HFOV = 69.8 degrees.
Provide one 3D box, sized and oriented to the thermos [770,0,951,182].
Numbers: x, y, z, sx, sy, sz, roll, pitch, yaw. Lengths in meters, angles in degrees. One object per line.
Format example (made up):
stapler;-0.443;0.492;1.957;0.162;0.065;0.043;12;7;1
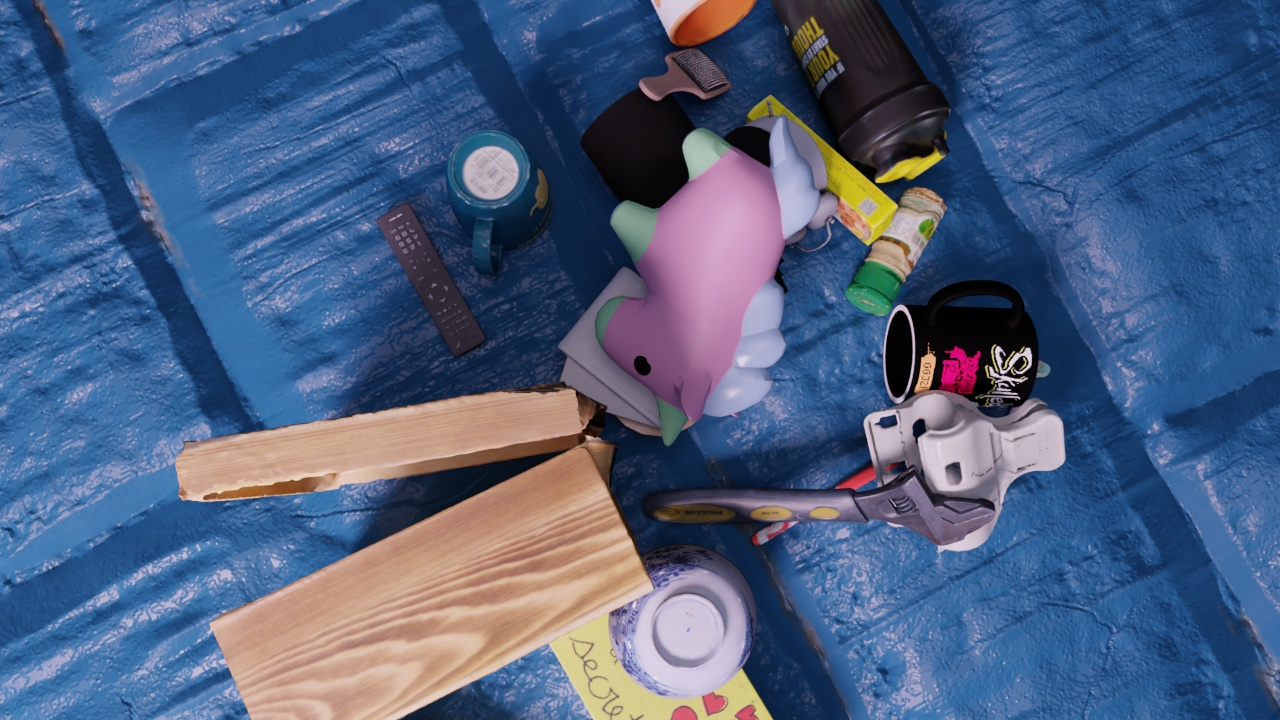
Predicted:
thermos;0.182;-0.255;0.777;0.098;0.098;0.220;-25;80;-4

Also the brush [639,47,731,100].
brush;0.037;-0.235;0.756;0.050;0.135;0.015;47;126;2

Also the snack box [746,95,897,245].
snack box;0.150;-0.160;0.772;0.029;0.040;0.148;-42;74;-6

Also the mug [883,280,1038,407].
mug;0.261;-0.016;0.741;0.098;0.118;0.081;2;45;-2

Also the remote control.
remote control;-0.177;-0.068;0.780;0.032;0.015;0.136;-30;88;-5

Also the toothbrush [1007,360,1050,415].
toothbrush;0.309;0.068;0.781;0.022;0.015;0.154;26;84;2

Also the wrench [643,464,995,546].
wrench;0.135;0.115;0.726;0.274;0.022;0.073;-4;125;17

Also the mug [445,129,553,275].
mug;-0.118;-0.126;0.743;0.084;0.104;0.112;7;83;-1

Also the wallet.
wallet;-0.004;0.004;0.738;0.118;0.037;0.115;38;84;6

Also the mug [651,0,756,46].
mug;0.041;-0.336;0.781;0.082;0.082;0.105;-25;85;-4

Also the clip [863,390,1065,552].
clip;0.261;0.087;0.717;0.152;0.101;0.126;-10;124;15

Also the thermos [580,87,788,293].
thermos;0.042;-0.122;0.757;0.086;0.086;0.198;-35;86;-5

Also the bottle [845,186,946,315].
bottle;0.219;-0.093;0.783;0.043;0.043;0.111;31;83;1

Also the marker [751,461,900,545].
marker;0.156;0.117;0.773;0.142;0.013;0.013;-29;86;-4

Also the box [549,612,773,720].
box;0.032;0.274;0.721;0.124;0.079;0.221;-29;87;-4

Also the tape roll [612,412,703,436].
tape roll;0.014;0.017;0.771;0.094;0.027;0.094;0;84;-2

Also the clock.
clock;0.116;-0.145;0.759;0.035;0.095;0.122;-36;93;-29

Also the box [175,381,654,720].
box;-0.125;0.103;0.633;0.251;0.279;0.192;-23;84;-5

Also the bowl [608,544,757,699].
bowl;0.032;0.193;0.671;0.114;0.045;0.114;0;83;-1

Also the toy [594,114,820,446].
toy;0.057;-0.060;0.662;0.222;0.120;0.171;-44;75;15
